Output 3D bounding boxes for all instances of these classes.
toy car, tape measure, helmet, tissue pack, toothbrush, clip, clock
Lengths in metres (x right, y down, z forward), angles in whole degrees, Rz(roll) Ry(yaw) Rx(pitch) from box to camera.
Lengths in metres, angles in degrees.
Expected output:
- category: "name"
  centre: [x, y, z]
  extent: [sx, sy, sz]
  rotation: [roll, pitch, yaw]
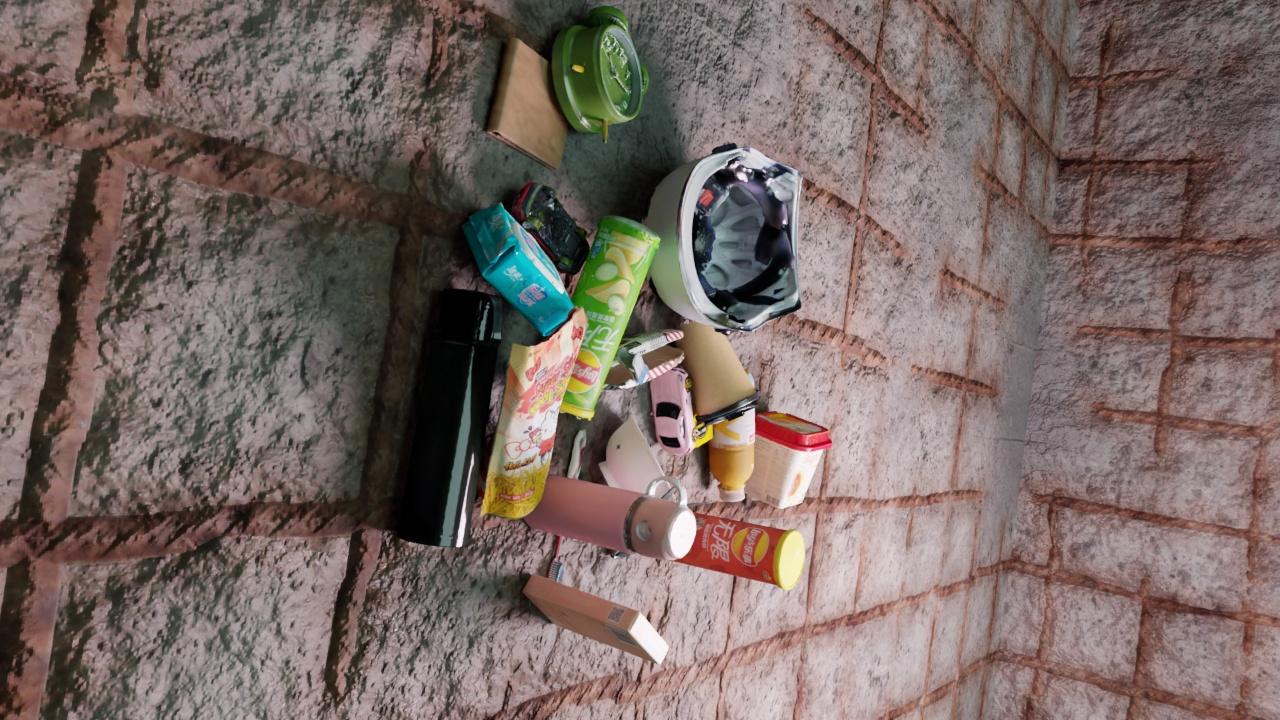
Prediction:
- category: "toy car"
  centre: [0.041, 0.067, 1.196]
  extent: [0.037, 0.056, 0.122]
  rotation: [-35, 122, -53]
- category: "tape measure"
  centre: [0.073, 0.090, 1.264]
  extent: [0.059, 0.029, 0.057]
  rotation: [-25, 116, -49]
- category: "helmet"
  centre: [0.086, -0.149, 1.147]
  extent: [0.258, 0.146, 0.229]
  rotation: [-13, 102, -43]
- category: "tissue pack"
  centre: [-0.118, -0.090, 0.924]
  extent: [0.050, 0.093, 0.133]
  rotation: [-35, 136, 7]
- category: "toothbrush"
  centre: [-0.084, 0.173, 1.077]
  extent: [0.016, 0.017, 0.187]
  rotation: [19, 81, -53]
- category: "clip"
  centre: [-0.007, 0.006, 1.051]
  extent: [0.024, 0.027, 0.056]
  rotation: [-63, 149, -19]
- category: "clock"
  centre: [-0.039, -0.321, 1.013]
  extent: [0.116, 0.056, 0.160]
  rotation: [65, 34, -38]
- category: "toy car"
  centre: [-0.099, -0.140, 0.983]
  extent: [0.120, 0.045, 0.052]
  rotation: [54, 52, -49]

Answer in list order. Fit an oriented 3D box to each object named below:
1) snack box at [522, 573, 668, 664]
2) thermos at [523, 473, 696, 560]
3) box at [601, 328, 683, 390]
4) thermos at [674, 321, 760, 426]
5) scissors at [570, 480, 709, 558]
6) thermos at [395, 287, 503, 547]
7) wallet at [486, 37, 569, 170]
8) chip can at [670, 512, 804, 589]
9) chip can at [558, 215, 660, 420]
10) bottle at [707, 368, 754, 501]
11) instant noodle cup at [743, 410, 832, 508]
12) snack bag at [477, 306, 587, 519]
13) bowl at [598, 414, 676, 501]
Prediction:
- category: "snack box"
  centre: [-0.051, 0.287, 1.021]
  extent: [0.026, 0.157, 0.084]
  rotation: [-58, 137, -27]
- category: "thermos"
  centre: [-0.034, 0.158, 0.990]
  extent: [0.067, 0.199, 0.087]
  rotation: [8, 87, -52]
- category: "box"
  centre: [-0.011, -0.014, 1.109]
  extent: [0.163, 0.076, 0.073]
  rotation: [-24, 119, -46]
- category: "thermos"
  centre: [0.097, 0.015, 1.215]
  extent: [0.092, 0.093, 0.143]
  rotation: [-23, 90, -49]
- category: "scissors"
  centre: [-0.003, 0.192, 1.104]
  extent: [0.159, 0.181, 0.014]
  rotation: [4, 48, -28]
- category: "thermos"
  centre: [-0.176, 0.054, 0.876]
  extent: [0.068, 0.090, 0.242]
  rotation: [11, 87, -33]
- category: "wallet"
  centre: [-0.112, -0.268, 0.970]
  extent: [0.115, 0.020, 0.101]
  rotation: [18, 82, -56]
- category: "chip can"
  centre: [0.096, 0.231, 1.159]
  extent: [0.073, 0.217, 0.073]
  rotation: [-11, 104, -53]
- category: "chip can"
  centre: [-0.047, -0.049, 1.005]
  extent: [0.072, 0.073, 0.221]
  rotation: [18, 95, -53]
- category: "bottle"
  centre: [0.129, 0.107, 1.308]
  extent: [0.067, 0.068, 0.189]
  rotation: [-18, 109, -51]
- category: "instant noodle cup"
  centre: [0.216, 0.152, 1.407]
  extent: [0.116, 0.117, 0.124]
  rotation: [-2, 109, -53]
- category: "snack bag"
  centre: [-0.110, 0.053, 0.909]
  extent: [0.128, 0.073, 0.208]
  rotation: [-38, 152, -57]
- category: "bowl"
  centre: [-0.012, 0.132, 1.116]
  extent: [0.064, 0.118, 0.118]
  rotation: [-27, 125, -3]
